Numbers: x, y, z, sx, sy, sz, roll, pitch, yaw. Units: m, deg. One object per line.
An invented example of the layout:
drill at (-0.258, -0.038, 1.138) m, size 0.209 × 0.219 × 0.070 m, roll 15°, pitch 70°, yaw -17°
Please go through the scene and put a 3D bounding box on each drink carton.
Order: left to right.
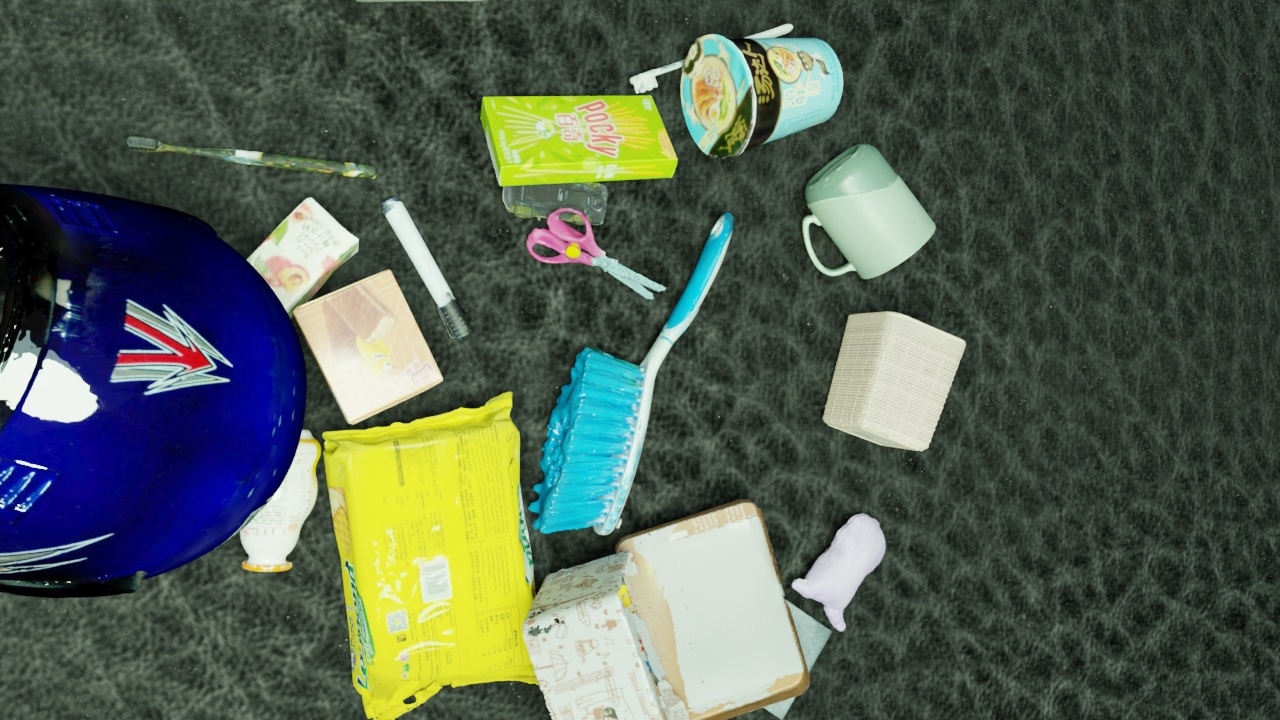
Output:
drink carton at (-0.282, -0.065, 0.721) m, size 0.053 × 0.045 × 0.122 m, roll 42°, pitch 75°, yaw -7°

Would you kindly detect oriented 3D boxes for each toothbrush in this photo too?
toothbrush at (-0.306, -0.162, 0.732) m, size 0.185 × 0.017 × 0.012 m, roll 4°, pitch 90°, yaw -19°
toothbrush at (0.071, -0.287, 0.867) m, size 0.179 × 0.016 × 0.016 m, roll -25°, pitch 103°, yaw -18°

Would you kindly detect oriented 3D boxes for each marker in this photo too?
marker at (-0.181, -0.076, 0.772) m, size 0.022 × 0.018 × 0.131 m, roll -30°, pitch 98°, yaw -8°

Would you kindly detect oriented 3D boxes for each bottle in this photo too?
bottle at (-0.282, 0.106, 0.705) m, size 0.063 × 0.063 × 0.108 m, roll 6°, pitch 85°, yaw -19°

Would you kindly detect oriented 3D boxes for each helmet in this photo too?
helmet at (-0.366, 0.025, 0.587) m, size 0.316 × 0.240 × 0.247 m, roll -5°, pitch 71°, yaw 23°

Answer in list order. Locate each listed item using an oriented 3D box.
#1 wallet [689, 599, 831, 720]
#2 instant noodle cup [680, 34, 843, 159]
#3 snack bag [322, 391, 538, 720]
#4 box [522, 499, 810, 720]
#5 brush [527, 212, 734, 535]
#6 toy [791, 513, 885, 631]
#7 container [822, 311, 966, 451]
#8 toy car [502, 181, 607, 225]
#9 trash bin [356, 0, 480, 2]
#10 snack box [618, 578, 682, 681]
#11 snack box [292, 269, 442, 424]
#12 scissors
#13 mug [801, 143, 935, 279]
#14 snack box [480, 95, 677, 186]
wallet at (0.111, 0.263, 0.857) m, size 0.121 × 0.019 × 0.097 m, roll 37°, pitch 75°, yaw -13°
instant noodle cup at (0.116, -0.249, 0.838) m, size 0.120 × 0.111 × 0.111 m, roll -19°, pitch 94°, yaw -26°
snack bag at (-0.163, 0.158, 0.742) m, size 0.157 × 0.068 × 0.246 m, roll -8°, pitch 91°, yaw -19°
box at (0.031, 0.235, 0.719) m, size 0.217 × 0.158 × 0.180 m, roll -17°, pitch 93°, yaw -6°
brush at (-0.005, 0.005, 0.803) m, size 0.109 × 0.061 × 0.314 m, roll 17°, pitch 87°, yaw -24°
toy at (0.199, 0.197, 0.878) m, size 0.107 × 0.039 × 0.084 m, roll -51°, pitch 117°, yaw -19°
container at (0.237, 0.021, 0.873) m, size 0.090 × 0.090 × 0.111 m, roll 20°, pitch 84°, yaw -17°
toy car at (-0.075, -0.141, 0.801) m, size 0.090 × 0.035 × 0.042 m, roll 7°, pitch 84°, yaw -13°
trash bin at (-0.175, -0.409, 0.702) m, size 0.198 × 0.199 × 0.220 m, roll -8°, pitch 96°, yaw -19°
snack box at (-0.003, 0.264, 0.810) m, size 0.086 × 0.034 × 0.140 m, roll 3°, pitch 85°, yaw -19°
snack box at (-0.213, -0.008, 0.717) m, size 0.077 × 0.093 × 0.094 m, roll -27°, pitch 96°, yaw -18°
scissors at (-0.029, -0.092, 0.805) m, size 0.137 × 0.072 × 0.017 m, roll 23°, pitch 43°, yaw -20°
mug at (0.204, -0.136, 0.878) m, size 0.112 × 0.082 × 0.106 m, roll -38°, pitch 102°, yaw 15°
snack box at (-0.053, -0.192, 0.795) m, size 0.156 × 0.026 × 0.085 m, roll -6°, pitch 58°, yaw -19°
